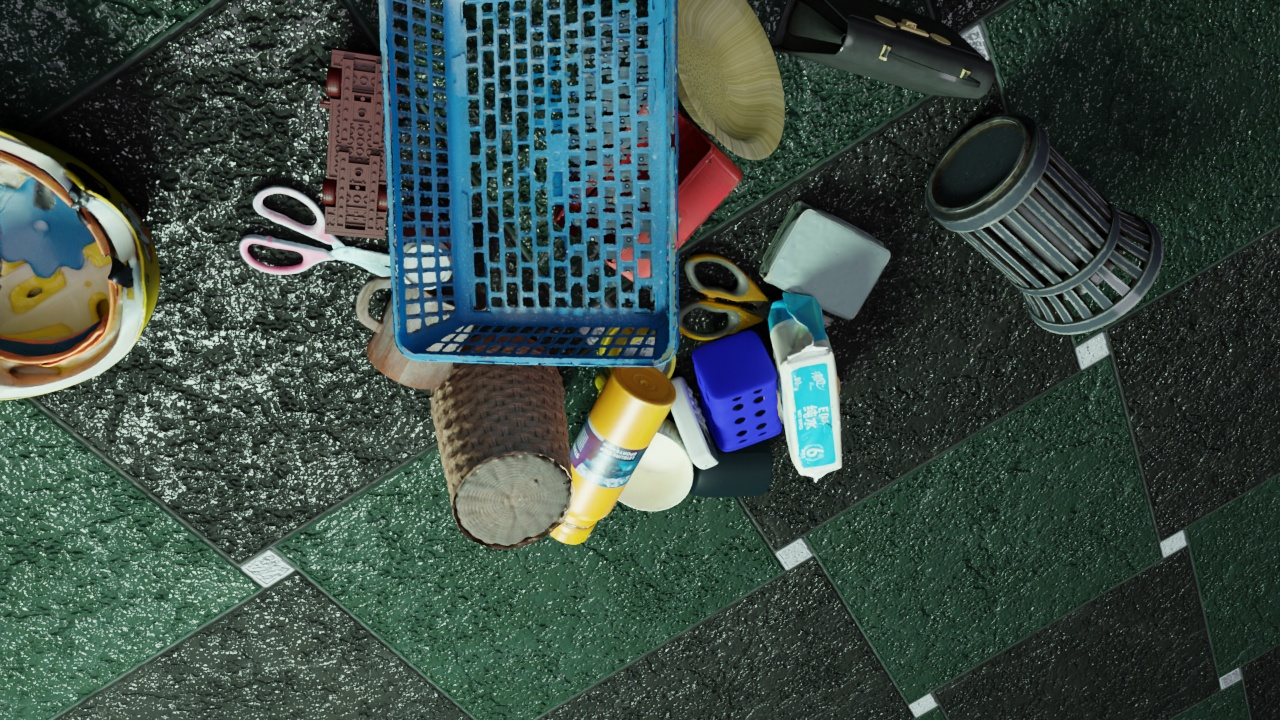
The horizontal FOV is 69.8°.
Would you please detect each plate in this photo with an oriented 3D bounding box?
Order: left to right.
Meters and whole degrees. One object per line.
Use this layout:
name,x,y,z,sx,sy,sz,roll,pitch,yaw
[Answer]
plate,0.071,-0.274,0.871,0.036,0.183,0.184,-14,134,39

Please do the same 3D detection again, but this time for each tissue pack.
tissue pack,0.191,0.035,1.056,0.066,0.116,0.210,-9,126,5

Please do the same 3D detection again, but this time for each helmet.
helmet,-0.532,-0.099,0.794,0.209,0.139,0.240,-29,111,2

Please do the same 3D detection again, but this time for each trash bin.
trash bin,-0.140,0.083,0.972,0.151,0.210,0.151,-8,122,-13
trash bin,0.446,-0.157,1.035,0.227,0.164,0.164,32,107,-26

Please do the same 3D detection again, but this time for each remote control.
remote control,0.060,0.073,1.085,0.028,0.114,0.060,-25,155,10

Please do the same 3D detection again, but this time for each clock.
clock,-0.006,0.006,1.055,0.083,0.057,0.119,11,110,-23

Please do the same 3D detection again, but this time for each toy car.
toy car,-0.260,-0.203,0.853,0.070,0.061,0.170,3,119,-18

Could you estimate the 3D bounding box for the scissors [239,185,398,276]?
scissors,-0.302,-0.122,0.919,0.178,0.016,0.101,9,117,-21

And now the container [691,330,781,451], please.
container,0.113,0.035,1.072,0.084,0.085,0.114,-20,144,-3

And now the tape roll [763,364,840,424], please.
tape roll,0.202,0.037,1.154,0.094,0.027,0.094,-7,122,-12

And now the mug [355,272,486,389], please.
mug,-0.235,-0.040,0.939,0.122,0.096,0.110,18,109,-33

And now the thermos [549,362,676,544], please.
thermos,-0.049,0.107,1.036,0.091,0.076,0.233,21,122,-13

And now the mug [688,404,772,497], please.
mug,0.105,0.110,1.145,0.094,0.085,0.121,0,92,-17

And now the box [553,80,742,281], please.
box,0.004,-0.176,0.909,0.126,0.137,0.157,34,108,-21

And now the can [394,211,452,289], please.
can,-0.214,-0.112,0.901,0.054,0.096,0.054,-7,122,-12

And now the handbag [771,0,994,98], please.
handbag,0.249,-0.289,0.870,0.175,0.195,0.072,8,117,-21

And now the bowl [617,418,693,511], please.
bowl,0.012,0.118,1.109,0.115,0.062,0.115,6,118,11

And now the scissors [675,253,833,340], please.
scissors,0.141,-0.072,1.074,0.228,0.016,0.114,2,102,-27

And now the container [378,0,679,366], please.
container,-0.085,-0.181,0.795,0.257,0.089,0.362,2,98,14

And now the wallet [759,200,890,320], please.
wallet,0.210,-0.115,1.052,0.131,0.054,0.100,23,104,-24
